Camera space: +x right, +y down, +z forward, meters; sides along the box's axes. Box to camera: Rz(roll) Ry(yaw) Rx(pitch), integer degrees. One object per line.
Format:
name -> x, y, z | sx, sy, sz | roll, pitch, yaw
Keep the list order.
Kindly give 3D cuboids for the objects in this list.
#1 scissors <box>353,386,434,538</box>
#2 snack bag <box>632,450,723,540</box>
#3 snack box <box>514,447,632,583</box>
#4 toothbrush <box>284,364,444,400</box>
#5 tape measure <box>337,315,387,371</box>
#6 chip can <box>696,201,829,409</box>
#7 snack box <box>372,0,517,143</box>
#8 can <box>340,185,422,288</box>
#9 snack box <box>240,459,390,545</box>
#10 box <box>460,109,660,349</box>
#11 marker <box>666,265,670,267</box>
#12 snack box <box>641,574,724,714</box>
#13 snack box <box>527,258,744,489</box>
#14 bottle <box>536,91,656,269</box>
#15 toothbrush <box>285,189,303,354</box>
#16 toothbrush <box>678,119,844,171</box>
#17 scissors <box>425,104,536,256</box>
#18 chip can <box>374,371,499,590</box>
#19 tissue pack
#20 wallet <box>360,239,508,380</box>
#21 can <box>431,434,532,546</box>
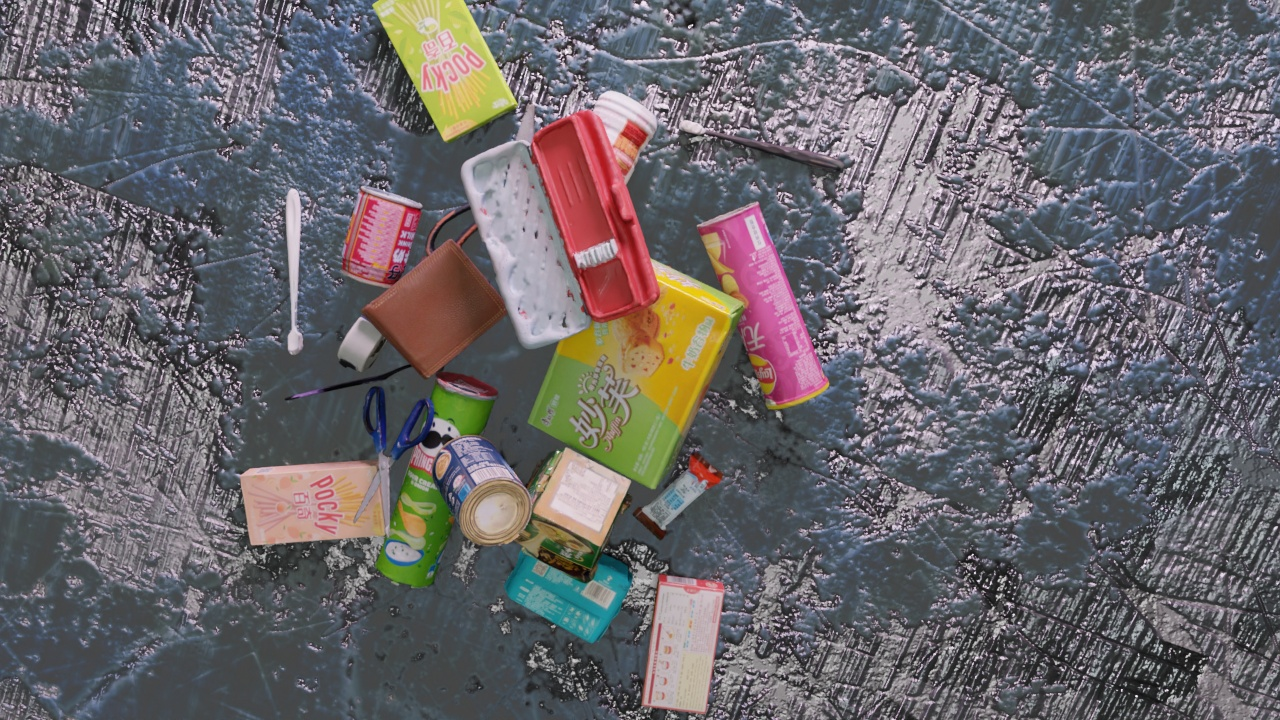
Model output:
scissors -> -0.274, 0.100, 0.993 | 0.163, 0.012, 0.174 | -40, 59, 24
snack bag -> 0.042, 0.152, 1.033 | 0.048, 0.026, 0.104 | 42, 99, 0
snack box -> -0.068, 0.157, 0.972 | 0.117, 0.106, 0.118 | 28, 66, -4
toothbrush -> -0.307, 0.025, 1.024 | 0.189, 0.014, 0.017 | -13, 103, 4
tape measure -> -0.296, -0.020, 0.989 | 0.033, 0.066, 0.066 | 32, 99, -6
chip can -> 0.130, -0.058, 0.973 | 0.071, 0.071, 0.210 | -22, 98, 5
snack box -> -0.202, -0.316, 0.955 | 0.086, 0.026, 0.156 | -26, 99, 6
can -> -0.275, -0.129, 0.969 | 0.066, 0.066, 0.094 | 19, 99, -2
snack box -> -0.368, 0.161, 1.043 | 0.157, 0.026, 0.084 | -4, 100, 2
box -> -0.079, -0.126, 0.898 | 0.158, 0.039, 0.201 | -19, 89, 21
marker -> -0.039, -0.109, 0.985 | 0.145, 0.017, 0.017 | 12, 100, -8
snack box -> 0.049, 0.330, 1.064 | 0.077, 0.027, 0.156 | 8, 100, -1
snack box -> -0.006, 0.006, 0.956 | 0.158, 0.070, 0.210 | 27, 108, 11
bottle -> -0.056, -0.175, 0.943 | 0.068, 0.068, 0.197 | 29, 91, -4
toothbrush -> -0.378, -0.096, 1.005 | 0.016, 0.016, 0.180 | 2, 98, -2
toothbrush -> 0.129, -0.227, 0.970 | 0.181, 0.018, 0.015 | 14, 97, -3
scissors -> -0.140, -0.161, 0.988 | 0.189, 0.015, 0.225 | -2, 99, 2
chip can -> -0.226, 0.133, 1.013 | 0.072, 0.072, 0.236 | 20, 100, -3
tissue pack -> -0.082, 0.251, 1.041 | 0.133, 0.050, 0.093 | 30, 100, -4
wallet -> -0.215, -0.055, 0.968 | 0.124, 0.032, 0.101 | -41, 107, -8
can -> -0.162, 0.131, 0.934 | 0.075, 0.111, 0.075 | -10, 113, -24
